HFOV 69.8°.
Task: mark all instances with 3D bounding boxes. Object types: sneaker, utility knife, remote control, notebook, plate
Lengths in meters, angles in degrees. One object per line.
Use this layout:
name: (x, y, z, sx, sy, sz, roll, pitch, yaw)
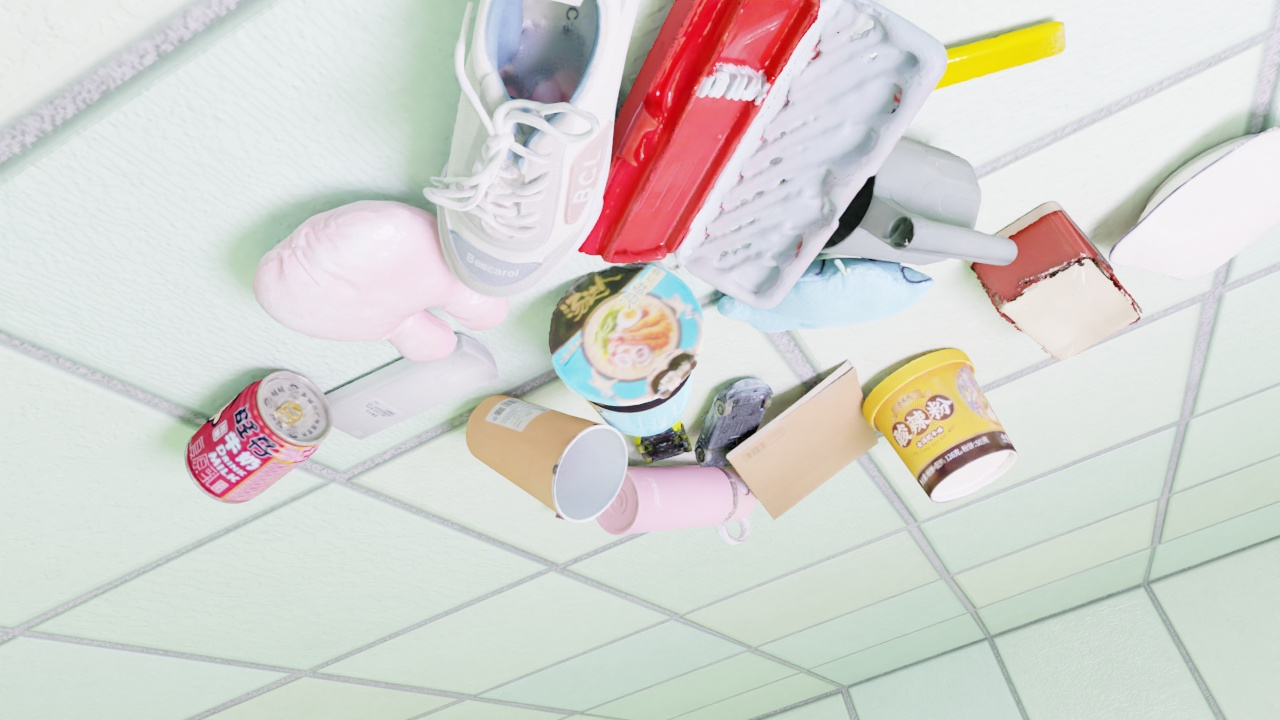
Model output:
sneaker: (-0.055, -0.105, 0.455, 0.089, 0.090, 0.243, 17, 135, -7)
utility knife: (0.189, -0.179, 0.562, 0.153, 0.015, 0.033, -16, 156, -3)
remote control: (-0.178, 0.021, 0.705, 0.135, 0.019, 0.056, -24, 148, 13)
notebook: (0.175, 0.092, 0.955, 0.149, 0.012, 0.211, -37, 148, 1)
plate: (0.478, -0.134, 0.755, 0.164, 0.034, 0.164, 5, 143, -33)

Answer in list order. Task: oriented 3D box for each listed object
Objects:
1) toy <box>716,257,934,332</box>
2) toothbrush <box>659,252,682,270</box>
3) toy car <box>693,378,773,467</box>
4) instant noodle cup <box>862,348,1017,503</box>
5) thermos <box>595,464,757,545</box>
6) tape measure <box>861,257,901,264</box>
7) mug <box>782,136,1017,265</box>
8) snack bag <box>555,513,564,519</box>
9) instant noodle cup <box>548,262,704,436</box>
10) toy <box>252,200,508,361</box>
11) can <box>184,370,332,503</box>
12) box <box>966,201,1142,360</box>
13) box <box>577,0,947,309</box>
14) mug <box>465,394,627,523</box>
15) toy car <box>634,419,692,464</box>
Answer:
toy: (0.131, -0.047, 0.674, 0.161, 0.049, 0.156, -3, 174, 16)
toothbrush: (-0.025, -0.097, 0.586, 0.029, 0.020, 0.189, -26, 149, 25)
toy car: (0.086, 0.059, 0.879, 0.054, 0.036, 0.121, -8, 142, -22)
instant noodle cup: (0.300, 0.069, 0.909, 0.118, 0.114, 0.119, -17, 148, -11)
thermos: (0.044, 0.150, 0.941, 0.067, 0.087, 0.198, -26, 157, 38)
tape measure: (0.192, -0.096, 0.689, 0.054, 0.025, 0.058, 3, 143, -32)
mug: (0.166, -0.096, 0.585, 0.103, 0.124, 0.084, 3, 120, -34)
snack bag: (-0.040, 0.139, 0.959, 0.104, 0.026, 0.048, -29, 156, 20)
instant noodle cup: (-0.004, 0.004, 0.689, 0.111, 0.111, 0.120, -16, 156, -1)
toy: (-0.158, -0.044, 0.576, 0.121, 0.054, 0.159, -28, 150, 17)
can: (-0.277, 0.056, 0.668, 0.094, 0.066, 0.066, -33, 146, 26)
box: (0.358, -0.055, 0.784, 0.091, 0.077, 0.168, -36, 144, 28)
box: (0.059, -0.124, 0.529, 0.159, 0.065, 0.202, 15, 134, -20)
mug: (-0.080, 0.071, 0.729, 0.078, 0.123, 0.078, -22, 120, -43)
toy car: (0.021, 0.074, 0.877, 0.048, 0.032, 0.105, -17, 161, 2)
